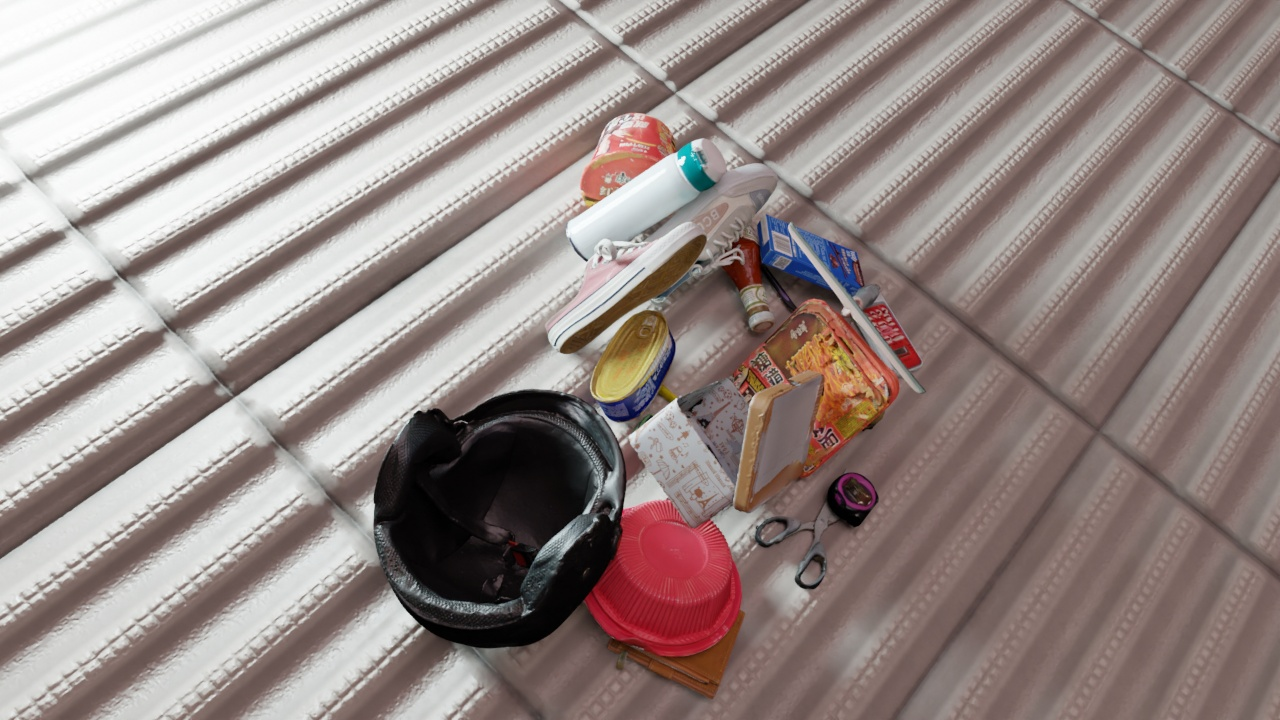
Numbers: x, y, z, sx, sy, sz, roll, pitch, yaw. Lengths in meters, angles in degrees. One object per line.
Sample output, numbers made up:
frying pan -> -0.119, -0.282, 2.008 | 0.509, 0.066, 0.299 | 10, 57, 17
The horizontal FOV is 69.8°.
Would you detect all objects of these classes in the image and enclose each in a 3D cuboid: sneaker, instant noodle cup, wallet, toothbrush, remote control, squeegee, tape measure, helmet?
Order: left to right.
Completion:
helmet -> -0.138, 0.165, 0.949 | 0.233, 0.231, 0.273 | 30, 55, 15
sneaker -> -0.030, -0.108, 1.159 | 0.241, 0.118, 0.088 | -36, 73, 10
instant noodle cup -> -0.010, -0.270, 1.278 | 0.138, 0.138, 0.108 | 12, 51, -5
instant noodle cup -> 0.029, 0.225, 1.015 | 0.193, 0.066, 0.193 | 11, 45, -11
wallet -> 0.039, 0.303, 1.018 | 0.130, 0.035, 0.118 | 25, 58, 4
toothbrush -> 0.076, 0.073, 1.166 | 0.190, 0.016, 0.016 | 39, 55, 12
sneaker -> 0.093, -0.163, 1.216 | 0.242, 0.089, 0.090 | -38, 63, 4
toothbrush -> 0.197, -0.094, 1.288 | 0.014, 0.017, 0.189 | -17, 62, -32
instant noodle cup -> 0.218, 0.032, 1.146 | 0.164, 0.189, 0.079 | 52, 30, 17
tape measure -> 0.261, 0.167, 1.127 | 0.058, 0.039, 0.056 | 43, 58, 14
squeegee -> 0.278, -0.073, 1.165 | 0.247, 0.040, 0.249 | 52, 22, 5
remote control -> 0.339, -0.039, 1.279 | 0.055, 0.020, 0.136 | -17, 66, -18

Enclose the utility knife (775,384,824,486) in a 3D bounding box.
utility knife -> 0.182, 0.094, 1.115 | 0.033, 0.165, 0.015 | 32, 18, 31

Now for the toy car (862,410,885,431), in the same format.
toy car -> 0.253, 0.029, 1.213 | 0.158, 0.042, 0.070 | 42, 61, 16

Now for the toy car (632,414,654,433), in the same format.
toy car -> 0.035, 0.102, 1.131 | 0.091, 0.036, 0.043 | 35, 59, 4

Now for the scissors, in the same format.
scissors -> 0.217, 0.203, 1.125 | 0.159, 0.014, 0.174 | 9, 58, -9

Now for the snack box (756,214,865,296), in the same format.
snack box -> 0.238, -0.144, 1.280 | 0.157, 0.026, 0.084 | 19, 42, -18

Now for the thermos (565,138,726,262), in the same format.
thermos -> 0.009, -0.210, 1.202 | 0.073, 0.225, 0.073 | 42, 31, -33

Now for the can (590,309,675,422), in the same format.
can -> -0.007, 0.007, 1.151 | 0.075, 0.049, 0.147 | 9, 55, 30

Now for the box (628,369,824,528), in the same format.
box -> 0.122, 0.080, 1.030 | 0.153, 0.181, 0.182 | 52, 26, 10

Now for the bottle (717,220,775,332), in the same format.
bottle -> 0.142, -0.134, 1.269 | 0.059, 0.060, 0.205 | -7, 63, -15
